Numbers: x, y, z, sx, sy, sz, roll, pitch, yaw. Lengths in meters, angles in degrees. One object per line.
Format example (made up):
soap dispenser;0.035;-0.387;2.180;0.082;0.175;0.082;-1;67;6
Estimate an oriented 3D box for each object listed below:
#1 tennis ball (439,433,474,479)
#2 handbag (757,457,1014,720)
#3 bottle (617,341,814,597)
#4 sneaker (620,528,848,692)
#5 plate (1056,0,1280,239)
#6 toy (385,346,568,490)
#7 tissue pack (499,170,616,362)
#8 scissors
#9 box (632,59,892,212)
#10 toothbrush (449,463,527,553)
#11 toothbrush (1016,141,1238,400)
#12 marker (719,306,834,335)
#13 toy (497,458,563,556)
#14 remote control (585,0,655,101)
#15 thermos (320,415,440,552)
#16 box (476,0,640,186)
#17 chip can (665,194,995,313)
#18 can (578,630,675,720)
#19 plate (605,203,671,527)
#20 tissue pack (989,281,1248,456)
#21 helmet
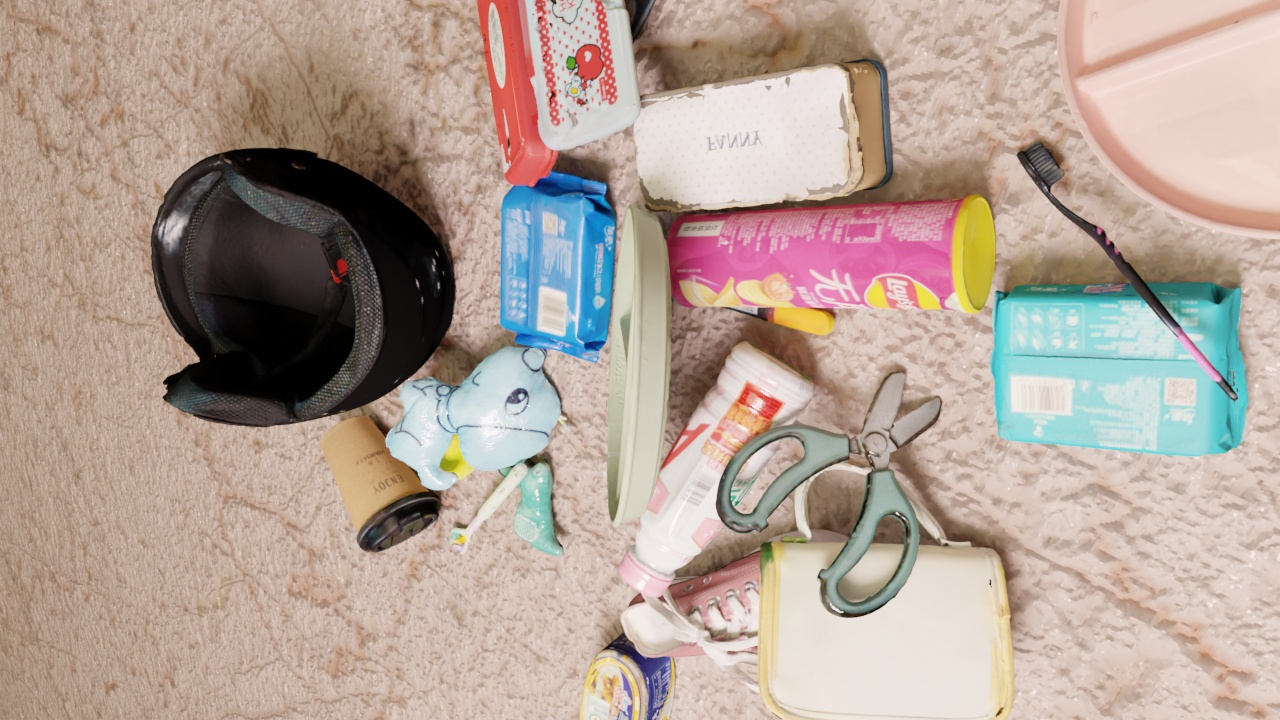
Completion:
tennis ball;-0.186;0.084;0.893;0.065;0.065;0.065;12;112;33
handbag;0.164;0.157;0.633;0.163;0.063;0.178;0;81;8
bottle;0.050;0.084;0.674;0.068;0.068;0.197;35;100;23
sneaker;0.071;0.201;0.723;0.242;0.087;0.118;-24;90;36
plate;0.329;-0.175;0.449;0.230;0.028;0.230;12;111;34
toy;-0.145;0.053;0.836;0.156;0.049;0.161;19;100;-2
tissue pack;-0.067;-0.080;0.760;0.095;0.052;0.157;16;114;30
scissors;0.125;0.075;0.620;0.172;0.019;0.176;18;80;10
box;0.083;-0.150;0.620;0.185;0.063;0.090;4;107;34
toothbrush;-0.149;0.144;0.896;0.029;0.020;0.190;58;139;14
toothbrush;0.264;-0.055;0.501;0.018;0.014;0.189;-43;53;27
marker;0.087;-0.041;0.683;0.124;0.015;0.018;18;113;34
toy;-0.105;0.132;0.873;0.096;0.030;0.092;17;110;40
remote control;-0.023;-0.252;0.689;0.053;0.024;0.137;53;129;16
thermos;-0.277;0.131;0.967;0.143;0.092;0.093;53;128;21
box;-0.072;-0.244;0.679;0.161;0.063;0.201;-18;79;48
chip can;0.120;-0.069;0.613;0.211;0.071;0.071;3;106;37
can;-0.014;0.319;0.852;0.075;0.049;0.148;24;117;28
plate;-0.004;0.004;0.661;0.027;0.230;0.230;2;111;-6
tissue pack;0.274;0.003;0.533;0.134;0.050;0.093;4;104;36
helmet;-0.308;-0.069;0.831;0.275;0.229;0.234;29;106;25
